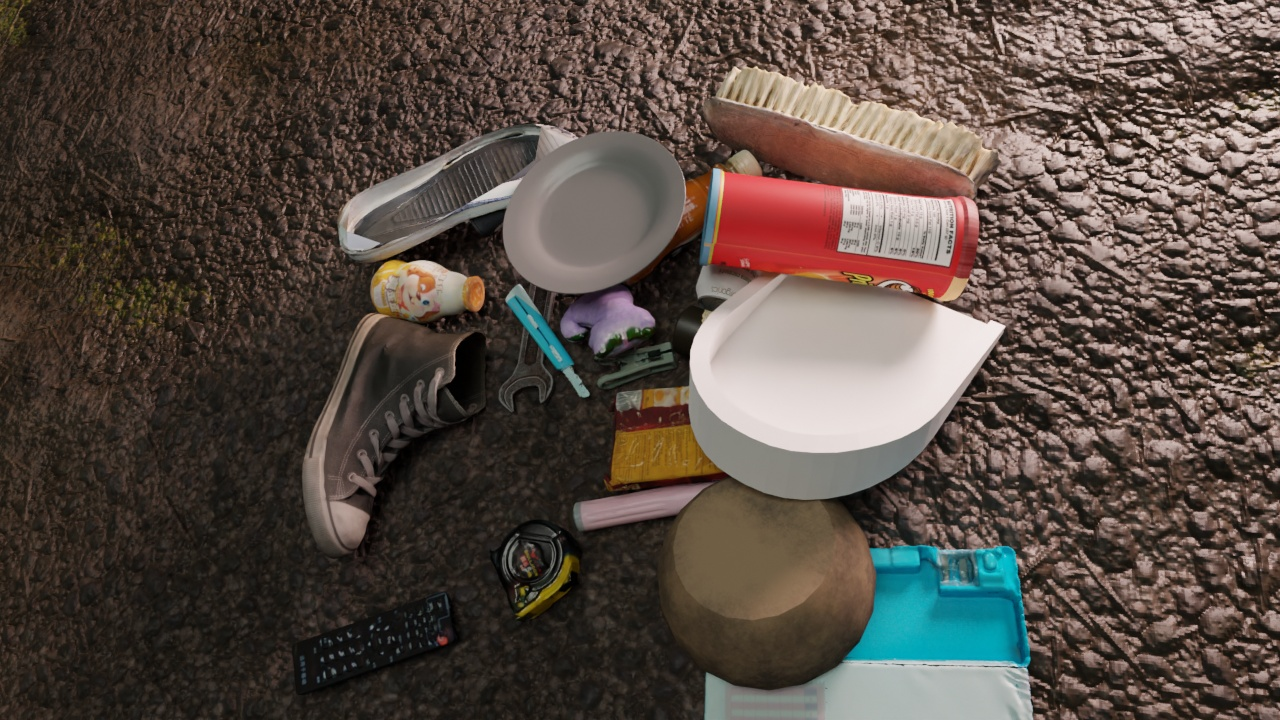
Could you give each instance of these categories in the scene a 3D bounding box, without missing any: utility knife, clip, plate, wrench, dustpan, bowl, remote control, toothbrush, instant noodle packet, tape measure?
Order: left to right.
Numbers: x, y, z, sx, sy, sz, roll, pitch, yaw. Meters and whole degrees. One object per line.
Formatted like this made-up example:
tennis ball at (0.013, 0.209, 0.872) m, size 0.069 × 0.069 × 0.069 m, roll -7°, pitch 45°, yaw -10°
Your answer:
remote control at (-0.231, 0.248, 0.801) m, size 0.150 × 0.022 × 0.047 m, roll -20°, pitch 62°, yaw 6°
tape measure at (-0.087, 0.173, 0.777) m, size 0.072 × 0.042 × 0.071 m, roll -34°, pitch 61°, yaw 5°
wrench at (-0.096, -0.077, 0.907) m, size 0.070 × 0.010 × 0.272 m, roll -1°, pitch 67°, yaw 17°
utility knife at (-0.085, -0.018, 0.864) m, size 0.022 × 0.015 × 0.141 m, roll -40°, pitch 65°, yaw 1°
plate at (-0.043, -0.137, 0.848) m, size 0.179 × 0.012 × 0.178 m, roll -8°, pitch 62°, yaw 16°
clip at (-0.005, 0.004, 0.837) m, size 0.075 × 0.023 × 0.037 m, roll -13°, pitch 63°, yaw 9°
instant noodle packet at (0.033, 0.064, 0.779) m, size 0.135 × 0.040 × 0.098 m, roll -9°, pitch 45°, yaw 15°
toothbrush at (0.052, 0.113, 0.769) m, size 0.223 × 0.027 × 0.026 m, roll -12°, pitch 61°, yaw 11°
bowl at (0.088, 0.150, 0.673) m, size 0.162 × 0.070 × 0.162 m, roll -10°, pitch 49°, yaw 12°
dustpan at (0.148, -0.006, 0.716) m, size 0.191 × 0.053 × 0.257 m, roll 27°, pitch 52°, yaw 25°

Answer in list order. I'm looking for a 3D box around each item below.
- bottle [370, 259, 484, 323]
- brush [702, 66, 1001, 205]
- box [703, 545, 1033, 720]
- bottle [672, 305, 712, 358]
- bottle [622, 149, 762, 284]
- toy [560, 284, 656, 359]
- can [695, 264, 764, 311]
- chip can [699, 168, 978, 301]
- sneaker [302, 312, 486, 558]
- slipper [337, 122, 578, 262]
bottle at (-0.210, -0.068, 0.908) m, size 0.109 × 0.063 × 0.063 m, roll 3°, pitch 68°, yaw 18°
brush at (0.182, -0.199, 0.833) m, size 0.271 × 0.083 × 0.056 m, roll 24°, pitch 75°, yaw 25°
box at (0.159, 0.220, 0.660) m, size 0.227 × 0.039 × 0.181 m, roll -4°, pitch 53°, yaw 15°
bottle at (0.117, 0.001, 0.786) m, size 0.185 × 0.045 × 0.045 m, roll 21°, pitch 74°, yaw 24°
bottle at (0.039, -0.139, 0.864) m, size 0.167 × 0.059 × 0.059 m, roll -35°, pitch 62°, yaw 0°
toy at (-0.032, -0.033, 0.843) m, size 0.080 × 0.036 × 0.099 m, roll -28°, pitch 37°, yaw -2°
can at (0.087, -0.091, 0.831) m, size 0.055 × 0.055 × 0.101 m, roll 12°, pitch 71°, yaw 21°
chip can at (0.161, -0.106, 0.764) m, size 0.213 × 0.087 × 0.087 m, roll 8°, pitch 68°, yaw 1°
sneaker at (-0.221, 0.069, 0.840) m, size 0.120 × 0.095 × 0.234 m, roll 5°, pitch 61°, yaw 19°
slipper at (-0.177, -0.164, 0.937) m, size 0.264 × 0.063 × 0.111 m, roll -22°, pitch 55°, yaw -2°
